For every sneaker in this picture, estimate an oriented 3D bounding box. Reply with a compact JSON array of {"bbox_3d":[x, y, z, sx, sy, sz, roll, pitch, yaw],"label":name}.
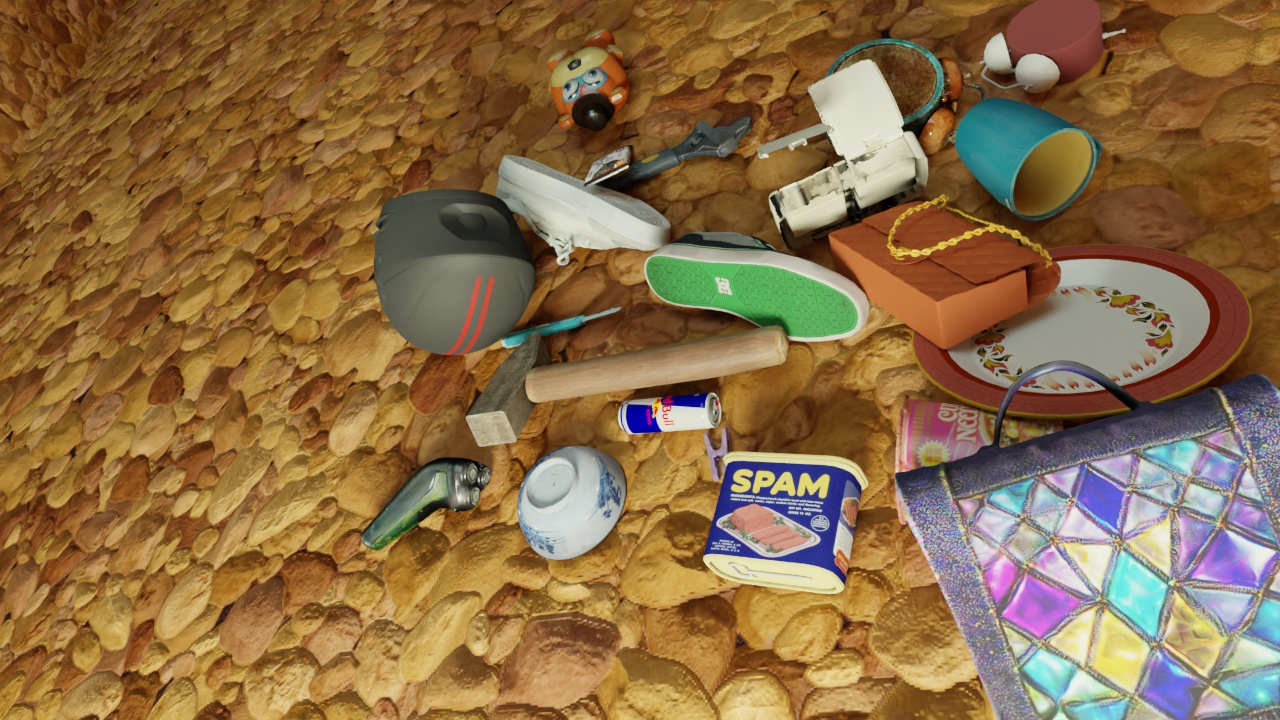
[{"bbox_3d":[-0.072,-0.158,1.053,0.242,0.089,0.091,26,110,28],"label":"sneaker"},{"bbox_3d":[0.117,-0.083,0.874,0.236,0.084,0.078,17,46,37],"label":"sneaker"}]

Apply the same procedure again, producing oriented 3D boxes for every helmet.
[{"bbox_3d":[-0.207,-0.091,1.010,0.265,0.164,0.170,-10,80,63],"label":"helmet"}]

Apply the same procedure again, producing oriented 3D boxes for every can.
[{"bbox_3d":[0.026,0.050,0.855,0.095,0.032,0.032,-7,53,28],"label":"can"},{"bbox_3d":[0.113,0.127,0.725,0.116,0.056,0.092,-1,58,32],"label":"can"}]

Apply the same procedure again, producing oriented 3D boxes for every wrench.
[{"bbox_3d":[0.005,-0.227,1.090,0.274,0.022,0.073,-20,42,17],"label":"wrench"}]

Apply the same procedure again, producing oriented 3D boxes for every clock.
[{"bbox_3d":[0.393,-0.305,0.890,0.124,0.044,0.087,-35,45,4],"label":"clock"},{"bbox_3d":[0.261,-0.251,0.915,0.158,0.073,0.121,10,67,20],"label":"clock"}]

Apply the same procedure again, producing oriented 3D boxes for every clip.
[{"bbox_3d":[0.071,0.083,0.816,0.035,0.013,0.051,-22,50,18],"label":"clip"}]

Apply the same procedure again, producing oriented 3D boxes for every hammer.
[{"bbox_3d":[-0.005,0.005,0.881,0.301,0.037,0.157,-9,28,20],"label":"hammer"}]

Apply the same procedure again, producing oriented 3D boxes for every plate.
[{"bbox_3d":[0.326,-0.023,0.696,0.230,0.021,0.229,-16,30,9],"label":"plate"}]

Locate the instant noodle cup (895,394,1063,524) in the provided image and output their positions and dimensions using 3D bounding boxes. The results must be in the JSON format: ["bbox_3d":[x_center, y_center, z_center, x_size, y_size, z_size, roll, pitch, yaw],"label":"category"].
[{"bbox_3d":[0.246,0.074,0.662,0.109,0.098,0.097,0,56,24],"label":"instant noodle cup"}]

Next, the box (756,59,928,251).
[{"bbox_3d":[0.170,-0.199,0.826,0.143,0.193,0.106,-23,73,9],"label":"box"}]

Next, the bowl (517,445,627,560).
[{"bbox_3d":[-0.073,0.123,0.852,0.114,0.045,0.114,-17,49,21],"label":"bowl"}]

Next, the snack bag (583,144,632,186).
[{"bbox_3d":[-0.037,-0.231,1.079,0.057,0.013,0.157,-25,19,11],"label":"snack bag"}]

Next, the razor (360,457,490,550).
[{"bbox_3d":[-0.219,0.149,0.928,0.151,0.054,0.067,-38,62,9],"label":"razor"}]

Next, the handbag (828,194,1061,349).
[{"bbox_3d":[0.248,-0.088,0.769,0.109,0.060,0.172,-23,30,-7],"label":"handbag"}]

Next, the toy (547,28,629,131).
[{"bbox_3d":[-0.066,-0.359,1.197,0.112,0.096,0.176,-25,58,13],"label":"toy"}]

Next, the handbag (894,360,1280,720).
[{"bbox_3d":[0.275,0.108,0.542,0.205,0.125,0.222,-19,74,18],"label":"handbag"}]

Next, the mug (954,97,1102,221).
[{"bbox_3d":[0.347,-0.187,0.814,0.112,0.085,0.104,-12,38,-13],"label":"mug"}]

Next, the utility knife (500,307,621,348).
[{"bbox_3d":[-0.087,-0.038,1.009,0.152,0.015,0.022,-15,24,20],"label":"utility knife"}]
